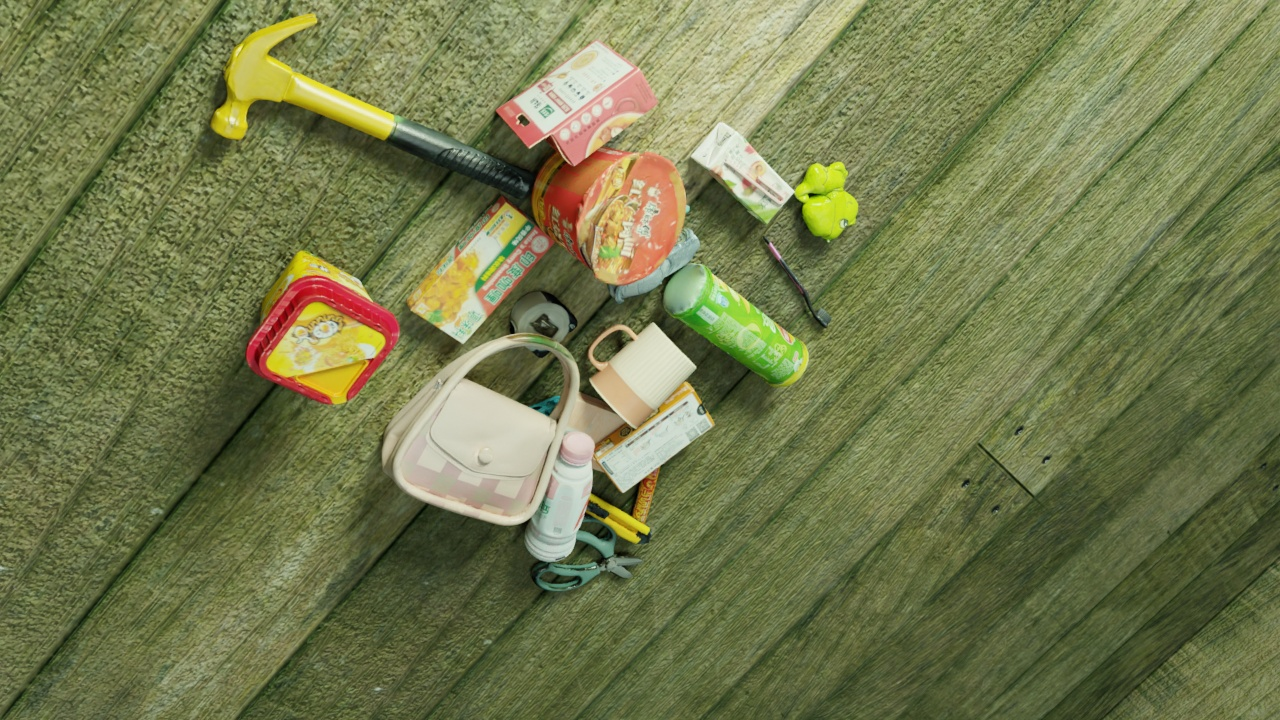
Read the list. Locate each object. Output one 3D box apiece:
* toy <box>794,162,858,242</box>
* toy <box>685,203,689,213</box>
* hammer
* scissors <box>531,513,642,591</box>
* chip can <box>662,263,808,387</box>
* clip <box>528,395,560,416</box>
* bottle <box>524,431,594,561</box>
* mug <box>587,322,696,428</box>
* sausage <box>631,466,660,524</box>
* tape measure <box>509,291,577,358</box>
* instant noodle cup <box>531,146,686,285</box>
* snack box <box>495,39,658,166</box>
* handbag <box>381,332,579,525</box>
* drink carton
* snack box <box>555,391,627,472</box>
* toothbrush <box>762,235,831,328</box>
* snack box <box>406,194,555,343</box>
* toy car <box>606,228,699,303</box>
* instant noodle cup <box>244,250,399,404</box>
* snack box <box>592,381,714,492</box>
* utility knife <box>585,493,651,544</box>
[{"bbox_3d":[0.227,-0.193,1.121,0.096,0.031,0.100,-8,119,-22],"label":"toy"},{"bbox_3d":[0.009,-0.164,1.035,0.096,0.030,0.092,8,119,-37],"label":"toy"},{"bbox_3d":[-0.237,-0.221,0.874,0.300,0.033,0.129,18,113,-34],"label":"hammer"},{"bbox_3d":[-0.063,0.266,1.290,0.176,0.019,0.171,2,119,-26],"label":"scissors"},{"bbox_3d":[0.119,-0.042,1.141,0.221,0.072,0.073,33,103,-38],"label":"chip can"},{"bbox_3d":[-0.120,0.060,1.125,0.057,0.047,0.014,-20,128,-10],"label":"clip"},{"bbox_3d":[-0.098,0.171,1.154,0.068,0.068,0.197,-3,134,-25],"label":"bottle"},{"bbox_3d":[-0.007,0.007,1.115,0.106,0.081,0.114,-44,100,3],"label":"mug"},{"bbox_3d":[0.007,0.182,1.266,0.021,0.021,0.165,-1,121,-26],"label":"sausage"},{"bbox_3d":[-0.115,-0.044,1.050,0.066,0.033,0.066,-45,129,5],"label":"tape measure"},{"bbox_3d":[-0.037,-0.160,0.948,0.137,0.108,0.138,-22,127,-32],"label":"instant noodle cup"},{"bbox_3d":[-0.063,-0.245,0.890,0.127,0.113,0.044,-36,131,0],"label":"snack box"},{"bbox_3d":[-0.166,0.067,1.058,0.193,0.093,0.234,27,105,-33],"label":"handbag"},{"bbox_3d":[0.119,-0.211,1.047,0.053,0.045,0.122,-49,129,8],"label":"drink carton"},{"bbox_3d":[-0.047,0.099,1.181,0.157,0.026,0.084,23,107,-36],"label":"snack box"},{"bbox_3d":[0.204,-0.101,1.182,0.017,0.014,0.189,-47,129,-5],"label":"toothbrush"},{"bbox_3d":[-0.172,-0.097,0.990,0.156,0.027,0.077,-47,130,8],"label":"snack box"},{"bbox_3d":[0.016,-0.108,1.058,0.120,0.036,0.054,-31,158,-9],"label":"toy car"},{"bbox_3d":[-0.314,-0.039,0.896,0.116,0.123,0.116,32,104,-38],"label":"instant noodle cup"},{"bbox_3d":[0.017,0.099,1.178,0.153,0.026,0.075,-36,129,-3],"label":"snack box"},{"bbox_3d":[-0.062,0.199,1.234,0.216,0.015,0.033,36,105,-30],"label":"utility knife"}]
